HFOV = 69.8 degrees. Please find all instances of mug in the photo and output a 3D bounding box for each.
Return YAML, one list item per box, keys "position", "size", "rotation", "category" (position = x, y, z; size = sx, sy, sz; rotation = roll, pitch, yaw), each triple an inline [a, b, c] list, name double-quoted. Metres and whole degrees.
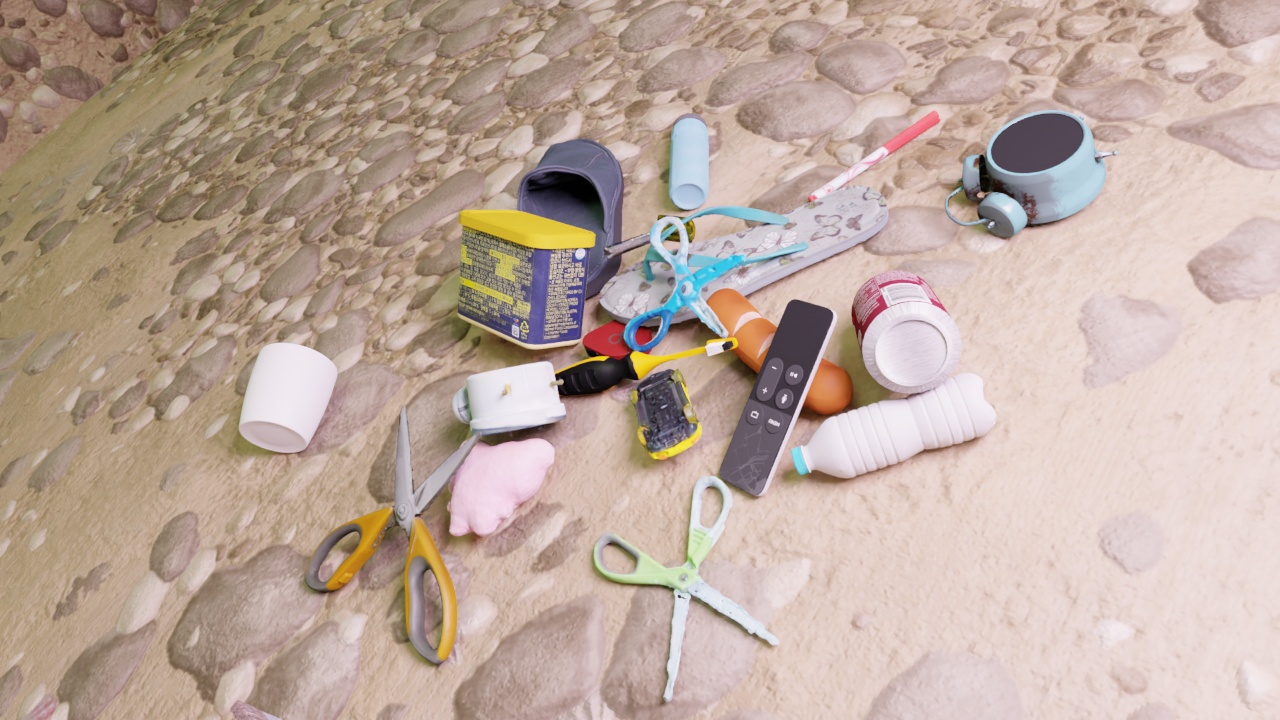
- position: [-0.372, 0.047, 0.953]
  size: [0.114, 0.081, 0.087]
  rotation: [-37, 38, 46]
  category: "mug"

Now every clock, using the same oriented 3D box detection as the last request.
- position: [-0.115, 0.036, 0.793]
  size: [0.083, 0.057, 0.118]
  rotation: [-11, 0, -33]
  category: "clock"
- position: [0.302, -0.147, 0.727]
  size: [0.124, 0.053, 0.090]
  rotation: [-25, 43, 13]
  category: "clock"

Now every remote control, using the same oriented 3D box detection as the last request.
- position: [0.101, 0.027, 0.677]
  size: [0.045, 0.008, 0.146]
  rotation: [23, 92, 47]
  category: "remote control"

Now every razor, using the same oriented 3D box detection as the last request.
- position: [0.004, -0.114, 0.866]
  size: [0.042, 0.026, 0.105]
  rotation: [16, 29, 39]
  category: "razor"

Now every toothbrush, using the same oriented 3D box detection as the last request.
- position: [-0.005, 0.005, 0.777]
  size: [0.197, 0.031, 0.030]
  rotation: [-14, 12, 34]
  category: "toothbrush"

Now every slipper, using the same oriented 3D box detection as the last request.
- position: [0.084, -0.099, 0.807]
  size: [0.269, 0.055, 0.098]
  rotation: [-18, 42, 10]
  category: "slipper"
- position: [-0.080, -0.175, 0.964]
  size: [0.109, 0.083, 0.265]
  rotation: [-23, 42, 15]
  category: "slipper"

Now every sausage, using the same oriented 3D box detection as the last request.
- position: [0.105, -0.007, 0.724]
  size: [0.039, 0.044, 0.164]
  rotation: [-17, 38, -26]
  category: "sausage"

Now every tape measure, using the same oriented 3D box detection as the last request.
- position: [-0.019, -0.014, 0.823]
  size: [0.059, 0.019, 0.051]
  rotation: [-26, 41, -7]
  category: "tape measure"

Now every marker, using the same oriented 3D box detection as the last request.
- position: [0.215, -0.186, 0.846]
  size: [0.142, 0.013, 0.012]
  rotation: [-34, 42, 0]
  category: "marker"

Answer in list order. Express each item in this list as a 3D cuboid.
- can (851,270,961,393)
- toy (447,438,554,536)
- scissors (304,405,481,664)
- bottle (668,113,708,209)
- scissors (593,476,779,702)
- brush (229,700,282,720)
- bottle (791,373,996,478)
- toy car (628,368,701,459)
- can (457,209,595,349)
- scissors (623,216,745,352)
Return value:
- position: [0.185, -0.023, 0.649]
  size: [0.063, 0.063, 0.114]
  rotation: [-20, 14, 14]
  category: "can"
- position: [-0.123, 0.103, 0.758]
  size: [0.103, 0.050, 0.093]
  rotation: [-8, 52, 33]
  category: "toy"
- position: [-0.196, 0.149, 0.752]
  size: [0.226, 0.016, 0.229]
  rotation: [-43, 54, 16]
  category: "scissors"
- position: [0.051, -0.211, 0.948]
  size: [0.040, 0.040, 0.129]
  rotation: [-14, 46, 20]
  category: "bottle"
- position: [0.034, 0.150, 0.647]
  size: [0.171, 0.024, 0.165]
  rotation: [22, 60, 40]
  category: "scissors"
- position: [-0.211, 0.258, 0.602]
  size: [0.045, 0.143, 0.008]
  rotation: [29, 71, 35]
  category: "brush"
- position: [0.172, 0.049, 0.633]
  size: [0.136, 0.044, 0.044]
  rotation: [-20, 44, 14]
  category: "bottle"
- position: [0.020, 0.041, 0.742]
  size: [0.049, 0.030, 0.106]
  rotation: [-27, 29, 8]
  category: "toy car"
- position: [-0.112, -0.079, 0.867]
  size: [0.075, 0.104, 0.135]
  rotation: [-10, 23, -43]
  category: "can"
- position: [0.030, -0.056, 0.772]
  size: [0.140, 0.011, 0.134]
  rotation: [-50, 55, 20]
  category: "scissors"
